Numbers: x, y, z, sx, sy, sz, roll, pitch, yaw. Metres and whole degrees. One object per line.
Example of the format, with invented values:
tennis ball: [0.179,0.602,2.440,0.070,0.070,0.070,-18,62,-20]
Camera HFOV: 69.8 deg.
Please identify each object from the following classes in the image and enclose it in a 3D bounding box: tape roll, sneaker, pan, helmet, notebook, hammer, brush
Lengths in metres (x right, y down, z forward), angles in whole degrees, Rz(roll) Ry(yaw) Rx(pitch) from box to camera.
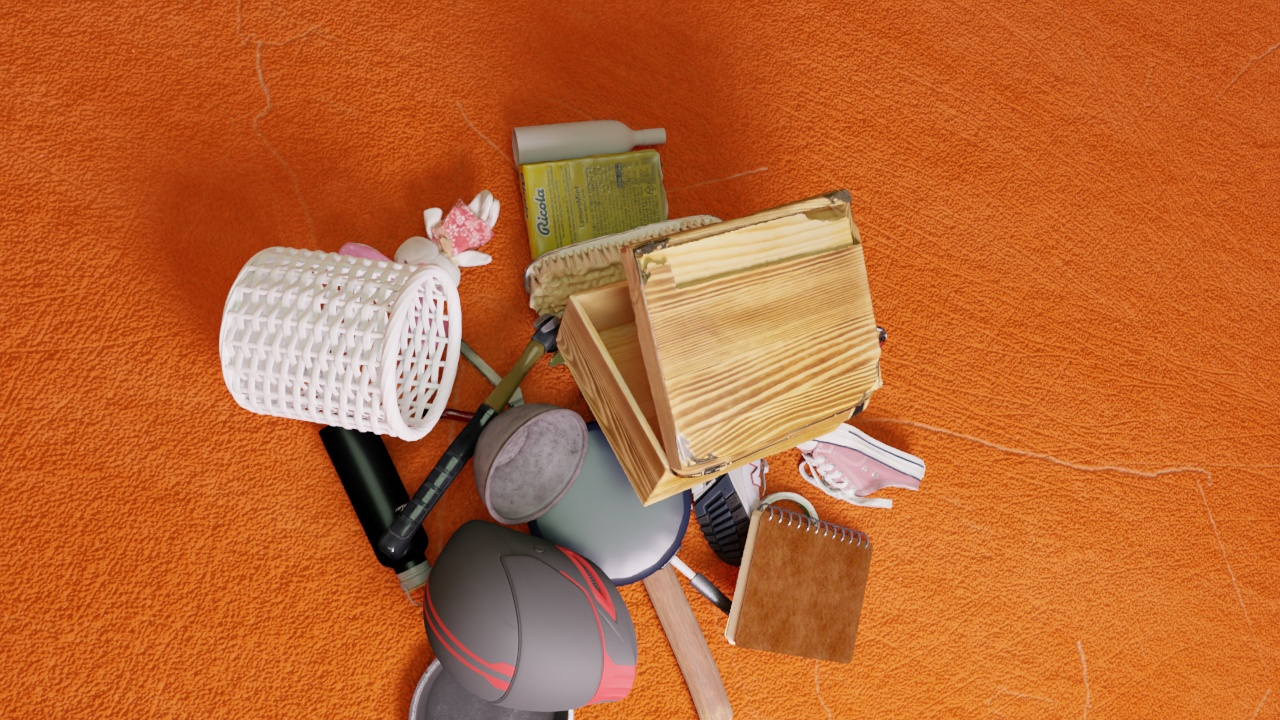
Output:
tape roll: [0.185,0.217,1.185,0.093,0.018,0.093,2,82,-13]
sneaker: [0.259,0.134,1.167,0.241,0.118,0.087,23,79,-24]
pan: [-0.210,0.482,1.040,0.187,0.055,0.356,31,77,-8]
helmet: [-0.140,0.276,0.987,0.169,0.265,0.164,1,117,-44]
sneaker: [0.125,0.130,1.145,0.124,0.089,0.240,-32,111,-40]
notebook: [0.202,0.277,1.130,0.225,0.024,0.167,22,77,-38]
hammer: [-0.187,0.079,1.046,0.025,0.118,0.332,33,70,5]
pan: [0.022,0.222,1.097,0.356,0.021,0.198,42,82,-3]
brush: [-0.013,-0.120,1.144,0.271,0.083,0.056,-15,49,-13]
hammer: [0.035,0.313,1.128,0.157,0.037,0.300,-23,88,-15]

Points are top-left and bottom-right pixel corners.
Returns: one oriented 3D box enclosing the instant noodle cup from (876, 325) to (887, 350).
instant noodle cup: [0.237,0.001,1.173,0.137,0.137,0.112,15,89,-11]

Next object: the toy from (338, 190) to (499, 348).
toy: [-0.241,-0.124,1.096,0.194,0.084,0.159,-43,96,-8]

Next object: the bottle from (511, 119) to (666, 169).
bottle: [-0.063,-0.279,1.174,0.195,0.052,0.052,-8,85,-14]

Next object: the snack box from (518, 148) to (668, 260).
snack box: [-0.057,-0.198,1.155,0.180,0.045,0.121,-11,105,-15]

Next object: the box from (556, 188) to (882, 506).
box: [0.107,-0.017,0.969,0.278,0.264,0.269,-17,65,-28]

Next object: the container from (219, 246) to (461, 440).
container: [-0.314,-0.021,0.988,0.187,0.189,0.189,8,80,9]

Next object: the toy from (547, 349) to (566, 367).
toy: [-0.007,0.006,1.136,0.179,0.078,0.152,-30,89,-13]

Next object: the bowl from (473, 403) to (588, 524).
bowl: [-0.134,0.104,1.025,0.067,0.145,0.144,32,73,35]

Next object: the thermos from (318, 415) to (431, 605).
thermos: [-0.294,0.174,1.058,0.061,0.061,0.231,-25,89,-15]

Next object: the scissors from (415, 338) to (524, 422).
scissors: [-0.182,0.049,1.124,0.194,0.015,0.179,-15,87,-15]
